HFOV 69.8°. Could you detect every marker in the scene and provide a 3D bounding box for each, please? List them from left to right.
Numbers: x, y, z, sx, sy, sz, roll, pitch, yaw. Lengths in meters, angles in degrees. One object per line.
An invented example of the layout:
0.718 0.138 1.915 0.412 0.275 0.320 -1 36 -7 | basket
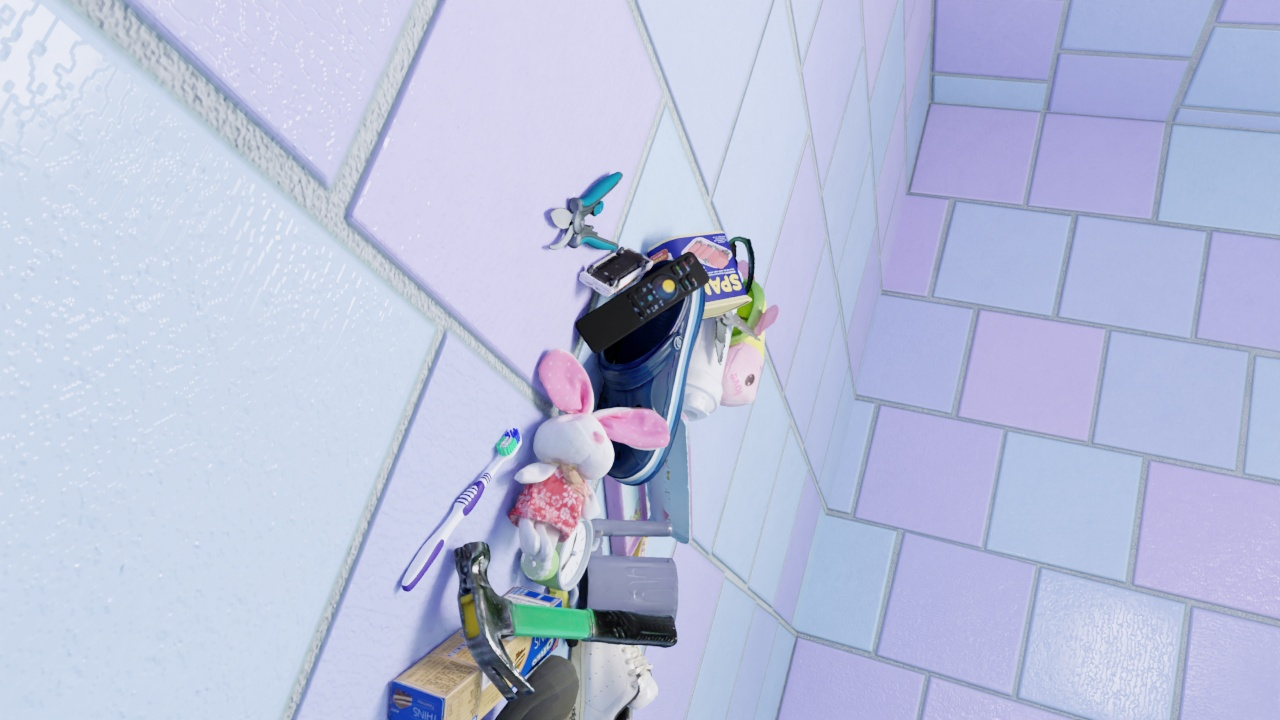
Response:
-0.086 0.289 1.038 0.124 0.017 0.021 83 28 -43 | marker

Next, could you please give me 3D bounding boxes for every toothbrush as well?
-0.150 0.123 0.787 0.186 0.015 0.016 -56 145 -44 | toothbrush

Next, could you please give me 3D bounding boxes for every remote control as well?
0.003 -0.061 0.958 0.151 0.041 0.020 -33 178 -13 | remote control

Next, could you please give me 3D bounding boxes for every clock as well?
-0.086 0.194 0.952 0.119 0.043 0.094 72 34 -53 | clock

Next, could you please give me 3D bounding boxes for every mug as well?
-0.014 0.245 1.054 0.084 0.104 0.123 132 -40 -76 | mug

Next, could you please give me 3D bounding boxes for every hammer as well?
-0.055 0.256 0.885 0.318 0.032 0.130 26 42 -53 | hammer

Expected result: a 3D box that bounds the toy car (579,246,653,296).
-0.026 -0.089 0.969 0.112 0.039 0.039 -42 160 -57 | toy car

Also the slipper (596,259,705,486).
-0.006 0.006 0.997 0.095 0.105 0.252 24 80 -49 | slipper

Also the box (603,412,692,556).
0.017 0.153 1.126 0.088 0.093 0.214 -54 149 -48 | box

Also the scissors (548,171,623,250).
-0.048 -0.136 0.908 0.125 0.019 0.155 74 36 -49 | scissors

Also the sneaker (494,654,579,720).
-0.086 0.412 0.874 0.101 0.143 0.238 -14 126 -67 | sneaker

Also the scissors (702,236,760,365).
0.086 -0.096 1.158 0.201 0.015 0.201 27 57 -33 | scissors

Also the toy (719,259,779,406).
0.132 -0.035 1.293 0.191 0.087 0.237 132 -28 -51 | toy

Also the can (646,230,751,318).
0.069 -0.100 1.094 0.116 0.057 0.092 -14 82 -43 | can

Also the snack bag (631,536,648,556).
-0.006 0.260 1.229 0.026 0.020 0.099 14 87 -68 | snack bag

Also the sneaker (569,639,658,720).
-0.026 0.369 1.117 0.088 0.102 0.241 -10 109 -68 | sneaker

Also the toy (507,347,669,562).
-0.068 0.100 0.887 0.159 0.084 0.193 38 65 -22 | toy

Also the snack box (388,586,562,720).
-0.142 0.273 0.830 0.206 0.056 0.057 -22 119 -65 | snack box

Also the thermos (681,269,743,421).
0.075 -0.021 1.195 0.099 0.099 0.220 67 36 -56 | thermos
